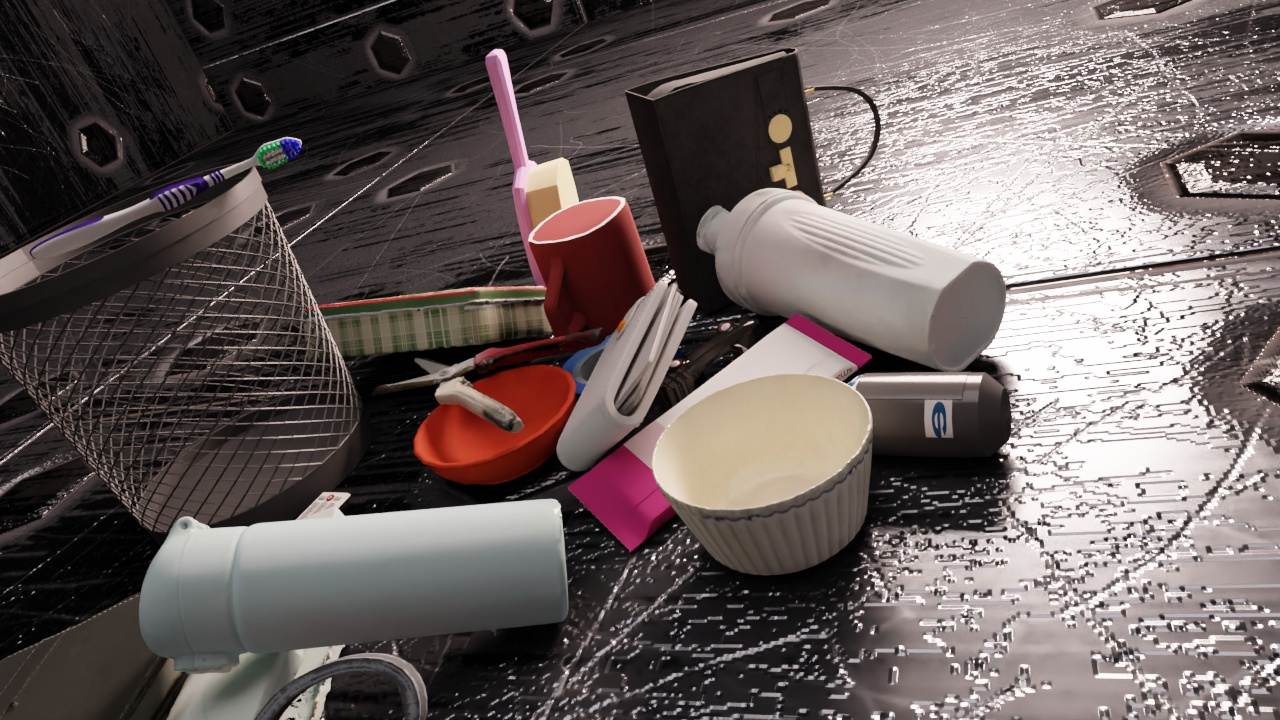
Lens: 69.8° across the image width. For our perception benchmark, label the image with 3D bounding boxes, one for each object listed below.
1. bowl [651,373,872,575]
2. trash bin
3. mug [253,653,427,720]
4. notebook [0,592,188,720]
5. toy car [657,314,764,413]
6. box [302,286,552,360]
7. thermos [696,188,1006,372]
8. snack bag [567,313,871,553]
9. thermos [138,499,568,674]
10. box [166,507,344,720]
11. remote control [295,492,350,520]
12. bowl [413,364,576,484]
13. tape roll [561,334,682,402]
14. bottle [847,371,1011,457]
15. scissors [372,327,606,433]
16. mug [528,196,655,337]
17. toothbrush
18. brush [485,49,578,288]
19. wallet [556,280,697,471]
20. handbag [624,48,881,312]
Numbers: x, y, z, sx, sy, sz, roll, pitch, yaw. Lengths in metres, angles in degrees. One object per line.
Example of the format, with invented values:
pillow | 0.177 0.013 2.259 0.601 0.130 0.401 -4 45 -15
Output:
bowl | 0.070 0.064 0.483 0.115 0.062 0.115 -16 27 8
trash bin | -0.343 0.000 0.704 0.218 0.227 0.217 -16 27 9
mug | -0.125 0.181 0.356 0.111 0.117 0.081 -17 -9 -1
notebook | -0.328 0.198 0.511 0.209 0.029 0.169 -24 26 15
toy car | 0.052 0.008 0.622 0.092 0.040 0.037 -36 32 -27
box | -0.189 -0.034 0.812 0.206 0.050 0.117 -3 6 31
thermos | 0.139 -0.058 0.638 0.099 0.099 0.220 -32 34 -21
snack bag | 0.050 0.039 0.571 0.196 0.016 0.070 -37 45 -17
thermos | -0.143 0.113 0.474 0.206 0.077 0.065 -4 -18 -8
box | -0.211 0.164 0.512 0.083 0.067 0.198 -1 29 -3
remote control | -0.245 0.134 0.628 0.028 0.012 0.123 -3 32 30
bowl | -0.098 0.051 0.653 0.122 0.035 0.121 -16 27 9
tape roll | -0.015 0.006 0.697 0.092 0.016 0.091 -37 31 -28
bottle | 0.145 0.030 0.510 0.113 0.047 0.046 -1 33 33
scissors | -0.115 0.014 0.674 0.198 0.015 0.179 -20 27 3
mug | -0.045 -0.068 0.765 0.081 0.097 0.116 -1 33 33
toothbrush | -0.315 -0.109 0.613 0.186 0.015 0.016 -27 33 -11
brush | -0.093 -0.174 0.853 0.043 0.229 0.089 -7 29 9
wallet | -0.004 0.003 0.589 0.116 0.037 0.118 -45 16 55
handbag | 0.110 -0.162 0.751 0.195 0.176 0.072 -22 27 -10
